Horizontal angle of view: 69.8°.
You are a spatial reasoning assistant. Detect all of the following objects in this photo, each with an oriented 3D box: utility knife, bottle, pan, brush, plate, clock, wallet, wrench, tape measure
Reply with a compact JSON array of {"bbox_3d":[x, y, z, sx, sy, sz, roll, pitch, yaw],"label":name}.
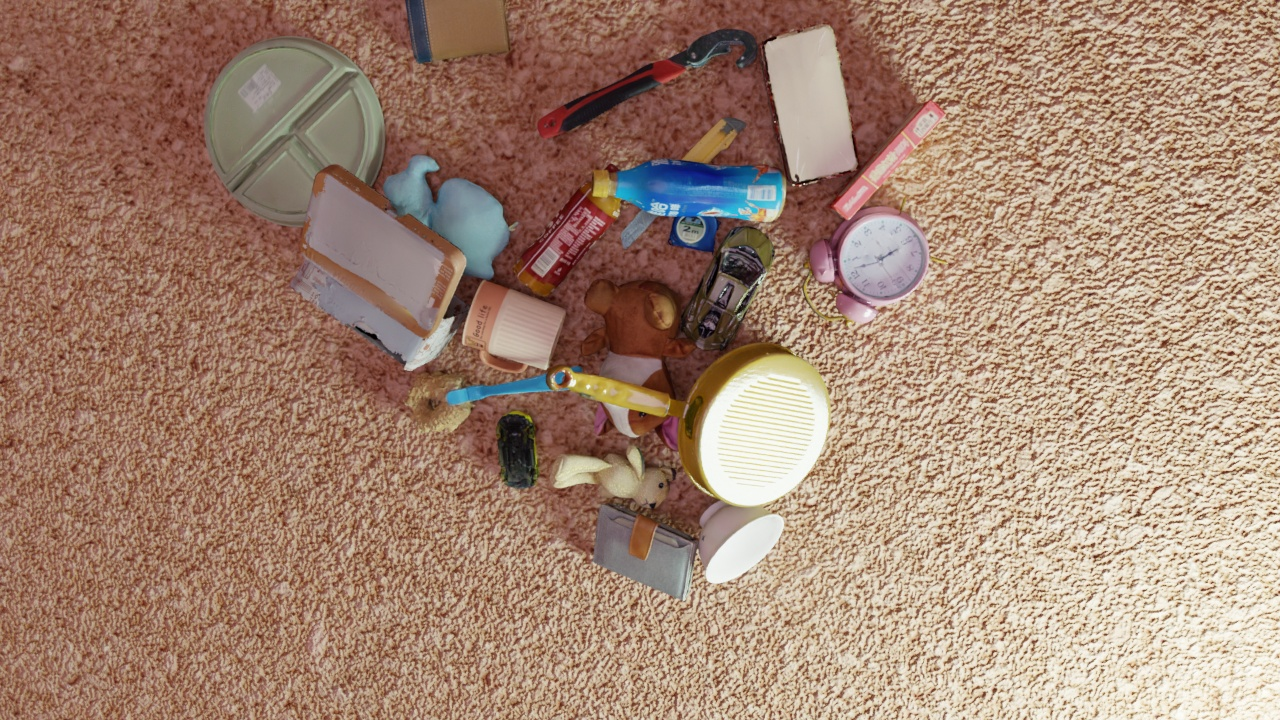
[{"bbox_3d":[0.046,-0.213,1.096,0.031,0.021,0.205,44,106,2],"label":"utility knife"},{"bbox_3d":[-0.078,-0.156,1.093,0.057,0.057,0.175,42,101,-3],"label":"bottle"},{"bbox_3d":[0.063,0.058,1.049,0.356,0.078,0.198,13,99,-32],"label":"pan"},{"bbox_3d":[-0.183,0.039,1.119,0.255,0.045,0.083,-10,92,25],"label":"brush"},{"bbox_3d":[-0.426,-0.277,1.118,0.230,0.027,0.230,1,100,4],"label":"plate"},{"bbox_3d":[0.053,-0.196,1.048,0.218,0.065,0.065,1,101,-8],"label":"bottle"},{"bbox_3d":[0.263,-0.109,1.070,0.159,0.059,0.117,-34,95,12],"label":"clock"},{"bbox_3d":[0.003,0.237,1.141,0.130,0.036,0.107,19,125,19],"label":"wallet"},{"bbox_3d":[-0.214,-0.401,1.074,0.115,0.033,0.090,-5,103,5],"label":"wallet"},{"bbox_3d":[0.004,-0.322,1.069,0.274,0.016,0.056,-19,68,11],"label":"wrench"},{"bbox_3d":[0.065,-0.158,1.097,0.058,0.025,0.054,12,100,-1],"label":"tape measure"}]

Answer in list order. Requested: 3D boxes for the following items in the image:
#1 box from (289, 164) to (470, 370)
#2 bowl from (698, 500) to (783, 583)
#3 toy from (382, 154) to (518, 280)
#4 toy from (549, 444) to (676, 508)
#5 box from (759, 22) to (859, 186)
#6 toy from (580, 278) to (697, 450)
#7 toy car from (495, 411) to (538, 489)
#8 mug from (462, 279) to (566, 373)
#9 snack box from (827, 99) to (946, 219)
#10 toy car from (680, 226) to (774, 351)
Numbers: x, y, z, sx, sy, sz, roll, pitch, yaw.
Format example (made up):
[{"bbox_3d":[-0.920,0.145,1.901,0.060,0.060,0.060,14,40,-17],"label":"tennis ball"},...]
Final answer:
[{"bbox_3d":[-0.293,-0.091,1.039,0.179,0.271,0.134,35,71,-1],"label":"box"},{"bbox_3d":[0.111,0.211,1.135,0.118,0.118,0.064,-49,54,11],"label":"bowl"},{"bbox_3d":[-0.227,-0.172,1.108,0.156,0.049,0.161,-8,102,13],"label":"toy"},{"bbox_3d":[-0.035,0.146,1.130,0.157,0.066,0.105,12,130,-19],"label":"toy"},{"bbox_3d":[0.193,-0.286,1.035,0.091,0.076,0.168,-12,100,8],"label":"box"},{"bbox_3d":[-0.006,0.006,1.089,0.140,0.130,0.200,15,114,31],"label":"toy"},{"bbox_3d":[-0.155,0.114,1.165,0.048,0.032,0.105,0,112,5],"label":"toy car"},{"bbox_3d":[-0.155,-0.030,1.118,0.106,0.081,0.115,18,130,-2],"label":"mug"},{"bbox_3d":[0.276,-0.225,1.039,0.025,0.075,0.153,41,101,-3],"label":"snack box"},{"bbox_3d":[0.104,-0.086,1.100,0.070,0.042,0.158,26,99,-1],"label":"toy car"}]
